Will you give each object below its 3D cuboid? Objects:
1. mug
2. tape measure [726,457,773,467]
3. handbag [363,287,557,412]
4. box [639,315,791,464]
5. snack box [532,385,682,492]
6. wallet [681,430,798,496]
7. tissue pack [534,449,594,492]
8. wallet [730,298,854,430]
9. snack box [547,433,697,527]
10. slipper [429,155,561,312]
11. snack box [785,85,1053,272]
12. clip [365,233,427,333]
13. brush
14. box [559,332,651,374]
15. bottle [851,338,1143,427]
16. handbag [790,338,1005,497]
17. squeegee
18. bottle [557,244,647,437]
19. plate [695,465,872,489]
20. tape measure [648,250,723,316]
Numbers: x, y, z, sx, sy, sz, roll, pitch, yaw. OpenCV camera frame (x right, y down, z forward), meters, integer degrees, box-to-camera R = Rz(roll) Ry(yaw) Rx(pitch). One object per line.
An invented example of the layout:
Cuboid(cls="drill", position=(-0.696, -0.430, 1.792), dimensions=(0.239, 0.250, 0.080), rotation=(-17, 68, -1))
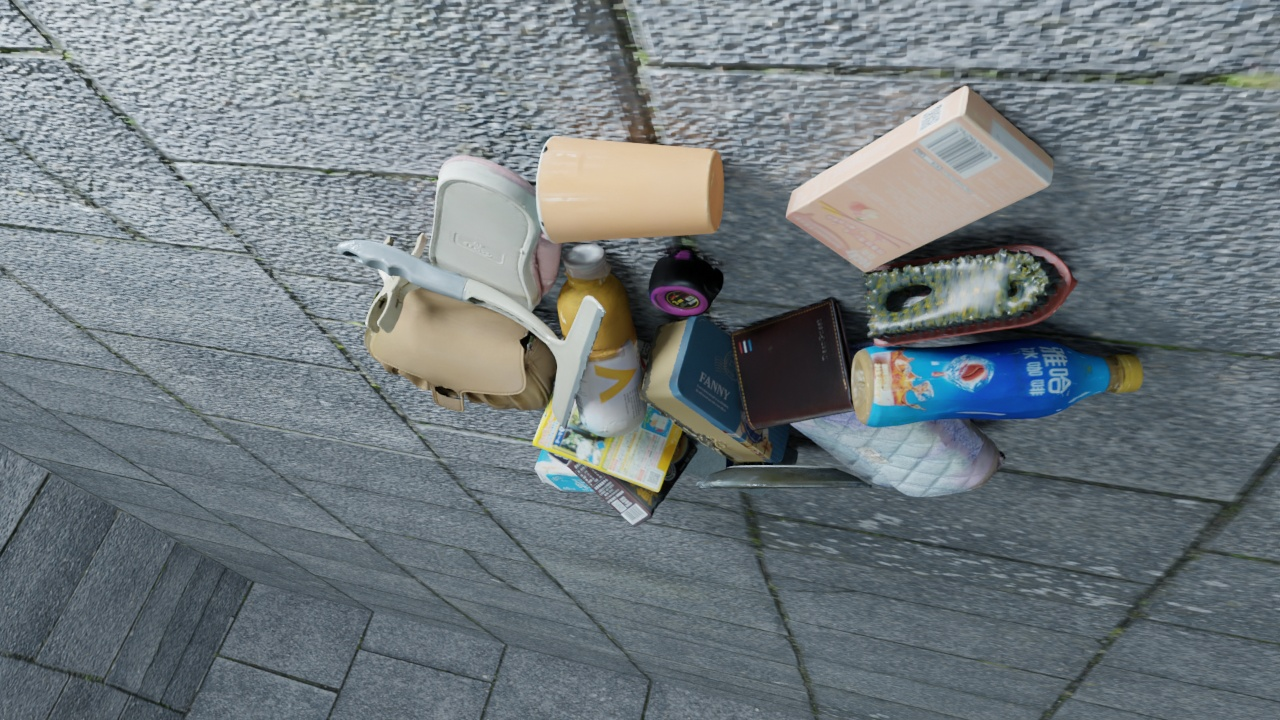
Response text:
Cuboid(cls="mug", position=(-0.004, -0.122, 0.663), dimensions=(0.123, 0.078, 0.078), rotation=(4, 151, 15))
Cuboid(cls="tape measure", position=(0.120, 0.112, 1.022), dimensions=(0.054, 0.025, 0.058), rotation=(-4, 134, 2))
Cuboid(cls="handbag", position=(-0.187, -0.008, 0.950), dimensions=(0.204, 0.099, 0.148), rotation=(15, 159, 4))
Cuboid(cls="box", position=(0.073, 0.029, 0.880), dimensions=(0.060, 0.089, 0.184), rotation=(-7, 149, 43))
Cuboid(cls="snack box", position=(-0.031, 0.072, 0.948), dimensions=(0.140, 0.087, 0.034), rotation=(22, 172, -10))
Cuboid(cls="wallet", position=(0.103, 0.110, 1.075), dimensions=(0.129, 0.036, 0.107), rotation=(21, 142, -9))
Cuboid(cls="tissue pack", position=(-0.057, 0.108, 1.104), dimensions=(0.140, 0.089, 0.063), rotation=(-1, 148, 33))
Cuboid(cls="wallet", position=(0.135, 0.007, 0.810), dimensions=(0.020, 0.096, 0.123), rotation=(-7, 173, -41))
Cuboid(cls="snack box", position=(-0.017, 0.101, 1.014), dimensions=(0.125, 0.113, 0.053), rotation=(43, 139, -4))
Cuboid(cls="slipper", position=(-0.122, -0.106, 0.775), dimensions=(0.114, 0.054, 0.275), rotation=(23, 163, -1))
Cuboid(cls="snack box", position=(0.181, -0.114, 0.615), dimensions=(0.084, 0.026, 0.158), rotation=(29, 151, -23))
Cuboid(cls="clip", position=(-0.216, -0.077, 0.856), dimensions=(0.092, 0.103, 0.035), rotation=(-20, 139, 16))
Cuboid(cls="brush", position=(0.240, -0.049, 0.675), dimensions=(0.146, 0.063, 0.069), rotation=(-8, 174, 38))
Cuboid(cls="box", position=(-0.006, 0.010, 0.930), dimensions=(0.164, 0.057, 0.071), rotation=(21, 139, -5))
Cuboid(cls="bottle", position=(0.281, 0.016, 0.727), dimensions=(0.219, 0.065, 0.065), rotation=(-3, 152, 0))
Cuboid(cls="handbag", position=(0.232, 0.061, 0.862), dimensions=(0.194, 0.075, 0.134), rotation=(34, 149, -31))
Cuboid(cls="squeegee", position=(-0.151, -0.054, 0.809), dimensions=(0.246, 0.039, 0.247), rotation=(27, 152, 2))
Cuboid(cls="bottle", position=(-0.036, -0.016, 0.841), dimensions=(0.068, 0.067, 0.190), rotation=(6, 129, 20))
Cuboid(cls="plate", position=(0.146, 0.121, 0.946), dimensions=(0.179, 0.024, 0.179), rotation=(-1, 172, 0))
Cuboid(cls="tape measure", position=(0.037, -0.066, 0.779), dimensions=(0.058, 0.039, 0.057), rotation=(16, 153, -8))
